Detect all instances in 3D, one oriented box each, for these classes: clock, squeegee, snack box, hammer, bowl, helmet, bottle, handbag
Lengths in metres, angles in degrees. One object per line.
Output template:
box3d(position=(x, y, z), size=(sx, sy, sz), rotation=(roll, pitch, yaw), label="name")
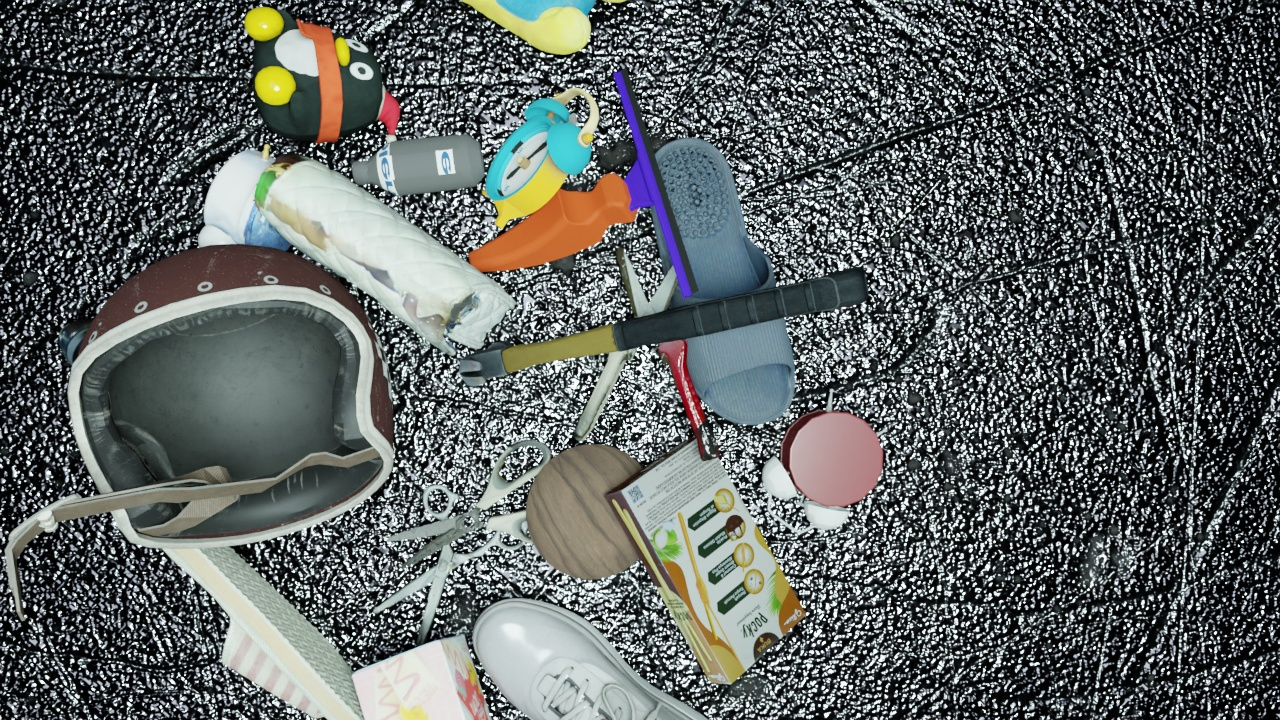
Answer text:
box3d(position=(-0.085, -0.175, 0.780), size=(0.130, 0.099, 0.043), rotation=(-45, 130, 14), label="clock")
box3d(position=(-0.326, -0.116, 0.769), size=(0.052, 0.089, 0.125), rotation=(26, 87, 2), label="clock")
box3d(position=(-0.063, -0.119, 0.792), size=(0.185, 0.055, 0.249), rotation=(-22, 60, 11), label="squeegee")
box3d(position=(-0.178, 0.290, 0.770), size=(0.079, 0.093, 0.094), rotation=(-21, 76, -3), label="snack box")
box3d(position=(0.009, -0.024, 0.720), size=(0.334, 0.117, 0.025), rotation=(-11, 98, 17), label="hammer")
box3d(position=(0.058, 0.170, 0.798), size=(0.100, 0.032, 0.186), rotation=(-31, 93, -33), label="snack box")
box3d(position=(-0.039, 0.133, 0.803), size=(0.119, 0.032, 0.119), rotation=(1, 84, -13), label="bowl")
box3d(position=(-0.305, 0.040, 0.691), size=(0.233, 0.234, 0.253), rotation=(-20, 70, -8), label="helmet")
box3d(position=(-0.192, -0.169, 0.797), size=(0.112, 0.047, 0.047), rotation=(-6, 91, -3), label="bottle")
box3d(position=(0.163, 0.095, 0.820), size=(0.087, 0.044, 0.124), rotation=(36, 89, -3), label="clock")
box3d(position=(-0.202, -0.079, 0.739), size=(0.195, 0.139, 0.072), rotation=(35, 90, 10), label="handbag")

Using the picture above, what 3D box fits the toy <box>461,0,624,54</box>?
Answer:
box3d(position=(-0.060, -0.369, 0.784), size=(0.149, 0.084, 0.214), rotation=(30, 87, -4), label="toy")

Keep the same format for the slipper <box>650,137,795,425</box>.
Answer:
box3d(position=(0.067, -0.068, 0.795), size=(0.101, 0.082, 0.263), rotation=(-17, 91, -1), label="slipper")

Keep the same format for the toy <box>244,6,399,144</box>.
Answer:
box3d(position=(-0.264, -0.232, 0.770), size=(0.119, 0.100, 0.097), rotation=(-7, 71, -26), label="toy")

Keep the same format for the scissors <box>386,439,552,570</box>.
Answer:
box3d(position=(-0.137, 0.129, 0.810), size=(0.163, 0.012, 0.153), rotation=(14, 81, -6), label="scissors")

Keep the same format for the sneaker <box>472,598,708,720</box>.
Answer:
box3d(position=(-0.035, 0.301, 0.771), size=(0.263, 0.129, 0.096), rotation=(36, 88, -1), label="sneaker")

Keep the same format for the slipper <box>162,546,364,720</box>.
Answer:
box3d(position=(-0.317, 0.225, 0.763), size=(0.052, 0.115, 0.263), rotation=(-42, 98, -13), label="slipper")

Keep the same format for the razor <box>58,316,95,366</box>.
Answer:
box3d(position=(-0.445, 0.030, 0.786), size=(0.064, 0.052, 0.140), rotation=(-18, 98, 31), label="razor")

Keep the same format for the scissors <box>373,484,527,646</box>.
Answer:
box3d(position=(-0.159, 0.181, 0.819), size=(0.165, 0.014, 0.141), rotation=(-4, 88, -4), label="scissors")

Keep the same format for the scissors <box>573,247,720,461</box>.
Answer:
box3d(position=(-0.002, 0.007, 0.788), size=(0.180, 0.015, 0.199), rotation=(-32, 81, 27), label="scissors")
